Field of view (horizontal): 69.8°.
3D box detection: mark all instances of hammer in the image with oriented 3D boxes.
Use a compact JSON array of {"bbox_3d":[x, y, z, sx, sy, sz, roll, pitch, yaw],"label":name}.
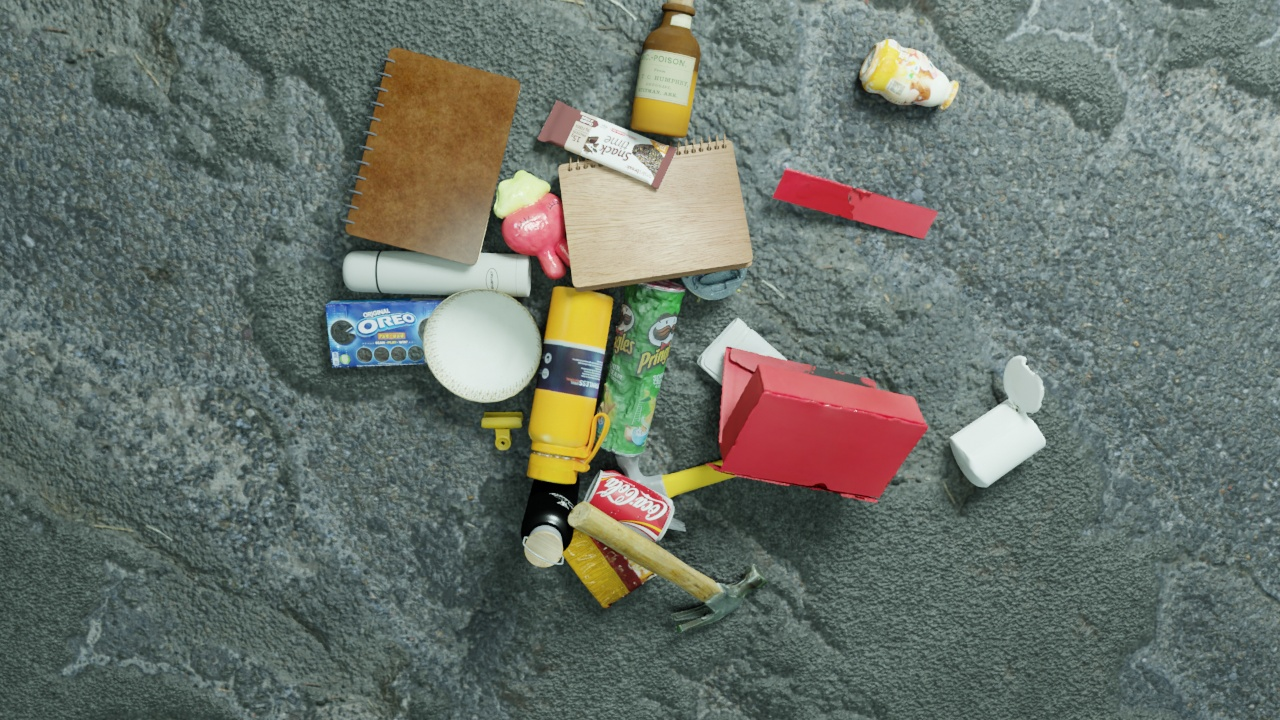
[{"bbox_3d":[0.025,0.254,1.146,0.132,0.033,0.330,-40,131,12],"label":"hammer"},{"bbox_3d":[0.139,0.134,1.200,0.324,0.029,0.127,-17,103,2],"label":"hammer"}]

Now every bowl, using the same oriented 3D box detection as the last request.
[{"bbox_3d":[-0.188,-0.026,1.128,0.145,0.063,0.145,2,109,4],"label":"bowl"}]

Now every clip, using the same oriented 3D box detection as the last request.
[{"bbox_3d":[-0.178,0.091,1.184,0.054,0.044,0.049,0,79,-2],"label":"clip"}]

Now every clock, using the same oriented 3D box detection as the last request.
[{"bbox_3d":[0.084,-0.131,1.118,0.083,0.057,0.118,-13,103,3],"label":"clock"}]

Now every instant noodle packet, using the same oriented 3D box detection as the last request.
[{"bbox_3d":[-0.045,0.255,1.220,0.098,0.039,0.135,-33,103,6],"label":"instant noodle packet"}]

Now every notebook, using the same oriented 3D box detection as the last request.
[{"bbox_3d":[-0.248,-0.240,1.082,0.167,0.024,0.225,14,90,-4],"label":"notebook"},{"bbox_3d":[0.015,-0.177,1.088,0.210,0.022,0.169,-8,76,1],"label":"notebook"}]

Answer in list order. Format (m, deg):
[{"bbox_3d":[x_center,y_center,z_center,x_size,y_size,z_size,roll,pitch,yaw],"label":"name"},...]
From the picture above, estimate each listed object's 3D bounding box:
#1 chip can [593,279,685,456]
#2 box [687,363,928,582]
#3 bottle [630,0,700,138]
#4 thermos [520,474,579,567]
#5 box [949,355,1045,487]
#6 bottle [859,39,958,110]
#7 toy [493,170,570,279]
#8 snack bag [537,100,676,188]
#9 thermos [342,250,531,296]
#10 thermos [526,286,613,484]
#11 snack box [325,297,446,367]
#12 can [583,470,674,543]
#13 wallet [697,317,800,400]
[{"bbox_3d":[-0.006,0.008,1.143,0.075,0.075,0.223,13,104,-4],"label":"chip can"},{"bbox_3d":[0.152,0.163,1.227,0.215,0.140,0.513,11,146,-14],"label":"box"},{"bbox_3d":[0.033,-0.342,1.061,0.068,0.067,0.157,9,103,-3],"label":"bottle"},{"bbox_3d":[-0.109,0.187,1.103,0.061,0.231,0.061,0,103,-1],"label":"thermos"},{"bbox_3d":[0.449,0.078,1.147,0.137,0.083,0.143,-36,126,6],"label":"box"},{"bbox_3d":[0.314,-0.328,1.071,0.109,0.063,0.063,22,102,-7],"label":"bottle"},{"bbox_3d":[-0.123,-0.162,1.102,0.091,0.045,0.135,-33,99,-27],"label":"toy"},{"bbox_3d":[-0.040,-0.257,1.087,0.158,0.013,0.057,24,81,6],"label":"snack bag"},{"bbox_3d":[-0.248,-0.107,1.122,0.224,0.052,0.052,1,103,-1],"label":"thermos"},{"bbox_3d":[-0.083,0.032,1.110,0.092,0.076,0.232,7,86,40],"label":"thermos"},{"bbox_3d":[-0.314,-0.036,1.151,0.150,0.027,0.082,-3,105,-1],"label":"snack box"},{"bbox_3d":[-0.015,0.184,1.159,0.105,0.064,0.064,27,102,-5],"label":"can"},{"bbox_3d":[0.138,0.010,1.167,0.116,0.032,0.086,36,98,-9],"label":"wallet"}]
